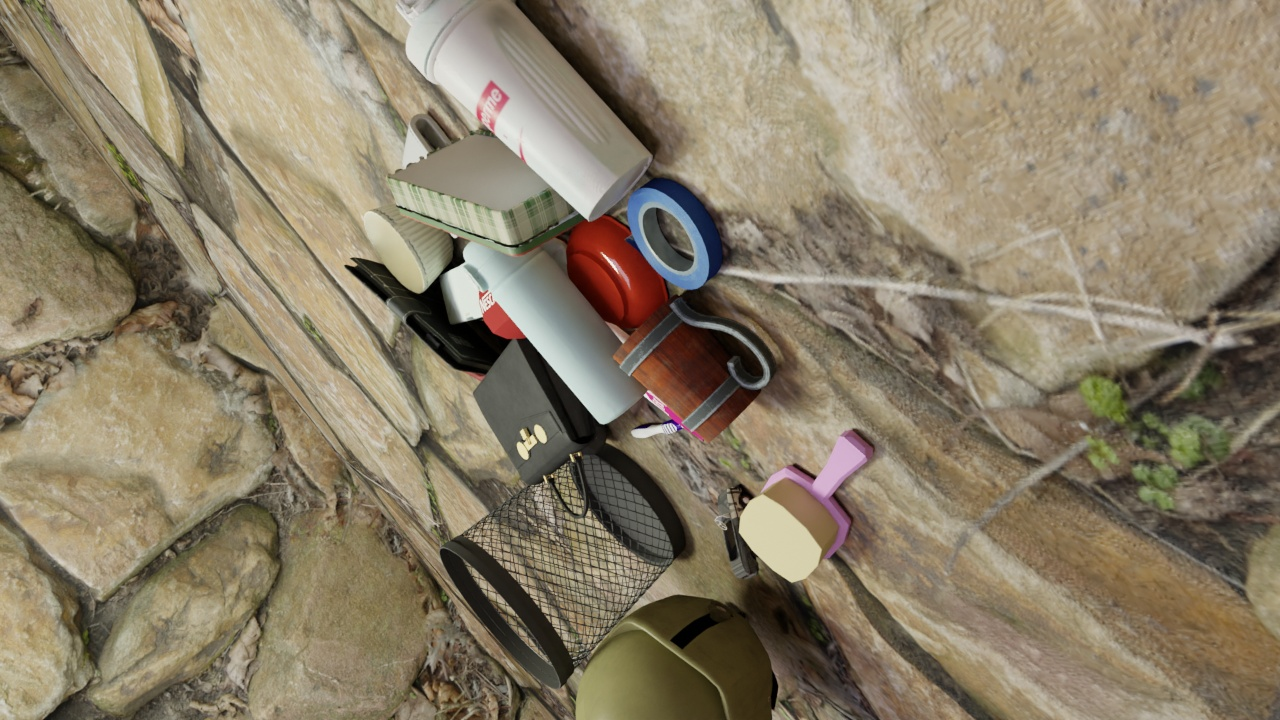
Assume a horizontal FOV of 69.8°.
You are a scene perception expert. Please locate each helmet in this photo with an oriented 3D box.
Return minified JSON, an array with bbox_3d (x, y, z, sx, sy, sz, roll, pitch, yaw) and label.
[{"bbox_3d":[0.049,0.382,1.044,0.250,0.255,0.233,29,151,32],"label":"helmet"}]

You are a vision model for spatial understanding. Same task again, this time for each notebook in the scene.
[{"bbox_3d":[-0.267,-0.054,1.178,0.209,0.029,0.169,39,-174,17],"label":"notebook"}]

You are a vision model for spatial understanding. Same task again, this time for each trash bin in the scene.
[{"bbox_3d":[-0.090,0.242,1.137,0.218,0.226,0.218,38,151,25],"label":"trash bin"}]

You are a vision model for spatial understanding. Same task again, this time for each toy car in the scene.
[{"bbox_3d":[0.098,0.177,0.941,0.040,0.037,0.092,121,141,-64],"label":"toy car"}]

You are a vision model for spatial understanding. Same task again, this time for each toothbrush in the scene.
[{"bbox_3d":[0.032,0.070,0.963,0.015,0.016,0.187,60,153,-6],"label":"toothbrush"}]

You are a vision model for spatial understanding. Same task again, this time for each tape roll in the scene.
[{"bbox_3d":[0.027,-0.102,0.747,0.091,0.016,0.093,43,153,16],"label":"tape roll"}]

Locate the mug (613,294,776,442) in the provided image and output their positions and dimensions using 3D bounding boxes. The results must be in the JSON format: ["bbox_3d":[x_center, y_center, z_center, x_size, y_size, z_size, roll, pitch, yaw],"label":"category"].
[{"bbox_3d":[0.051,0.000,0.786,0.111,0.081,0.118,45,135,3],"label":"mug"}]

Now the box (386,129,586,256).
[{"bbox_3d":[-0.131,-0.153,0.822,0.206,0.117,0.050,21,139,43],"label":"box"}]

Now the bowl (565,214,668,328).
[{"bbox_3d":[-0.030,-0.075,0.851,0.122,0.035,0.122,38,151,25],"label":"bowl"}]

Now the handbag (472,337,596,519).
[{"bbox_3d":[-0.102,0.086,1.038,0.176,0.072,0.195,-42,67,57],"label":"handbag"}]

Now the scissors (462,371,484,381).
[{"bbox_3d":[-0.209,0.050,1.321,0.198,0.015,0.180,35,149,28],"label":"scissors"}]

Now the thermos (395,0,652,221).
[{"bbox_3d":[-0.091,-0.212,0.714,0.220,0.099,0.100,45,154,3],"label":"thermos"}]

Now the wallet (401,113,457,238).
[{"bbox_3d":[-0.217,-0.191,1.000,0.118,0.037,0.115,53,154,3],"label":"wallet"}]

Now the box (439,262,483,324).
[{"bbox_3d":[-0.191,-0.084,1.073,0.083,0.067,0.199,53,158,-13],"label":"box"}]

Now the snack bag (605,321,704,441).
[{"bbox_3d":[-0.006,0.005,0.921,0.196,0.016,0.070,38,149,36],"label":"snack bag"}]

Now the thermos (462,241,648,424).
[{"bbox_3d":[-0.077,-0.038,0.847,0.207,0.078,0.065,50,170,-7],"label":"thermos"}]

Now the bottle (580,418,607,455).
[{"bbox_3d":[-0.085,0.088,1.138,0.113,0.046,0.047,6,130,55],"label":"bottle"}]

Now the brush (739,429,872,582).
[{"bbox_3d":[0.150,0.130,0.823,0.089,0.043,0.229,43,153,16],"label":"brush"}]

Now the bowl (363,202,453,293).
[{"bbox_3d":[-0.277,-0.147,1.121,0.115,0.062,0.115,38,151,25],"label":"bowl"}]

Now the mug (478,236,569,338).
[{"bbox_3d":[-0.117,-0.089,0.933,0.097,0.080,0.116,153,109,-64],"label":"mug"}]
